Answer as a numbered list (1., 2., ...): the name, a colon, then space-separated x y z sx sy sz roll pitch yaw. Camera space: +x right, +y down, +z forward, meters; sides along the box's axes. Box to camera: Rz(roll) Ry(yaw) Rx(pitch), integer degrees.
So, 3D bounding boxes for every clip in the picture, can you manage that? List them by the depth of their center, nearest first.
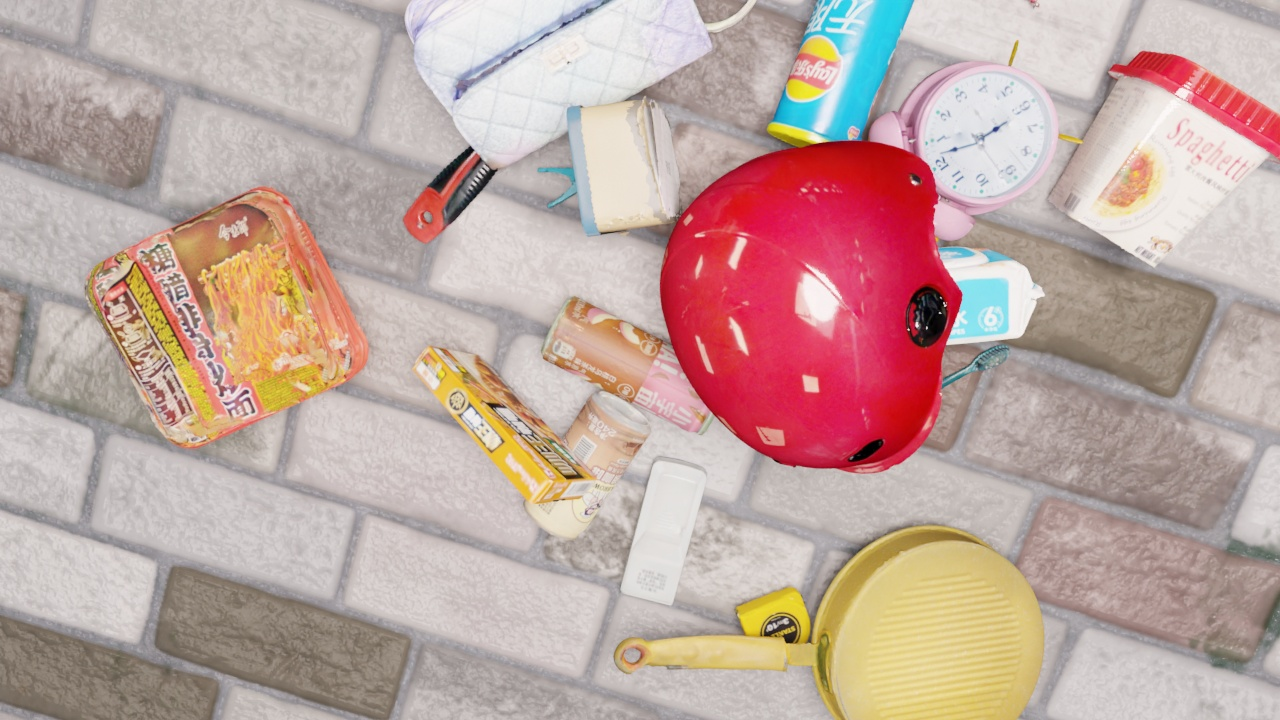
1. clip: -0.053 -0.145 0.737 0.054 0.013 0.033 -15 101 5

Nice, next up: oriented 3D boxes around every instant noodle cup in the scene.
1. instant noodle cup: 0.378 -0.146 0.675 0.116 0.116 0.124 30 113 -4
2. instant noodle cup: -0.321 -0.036 0.736 0.189 0.079 0.164 -22 99 7

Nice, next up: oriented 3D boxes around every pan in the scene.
1. pan: 0.159 0.239 0.762 0.357 0.078 0.198 -3 95 -12

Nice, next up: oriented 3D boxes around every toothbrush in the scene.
1. toothbrush: 0.219 0.038 0.758 0.192 0.018 0.016 -30 98 7

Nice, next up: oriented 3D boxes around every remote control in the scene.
1. remote control: 0.020 0.146 0.785 0.049 0.024 0.125 14 102 0

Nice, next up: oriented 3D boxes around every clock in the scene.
1. clock: 0.240 -0.158 0.699 0.159 0.059 0.117 -35 97 10

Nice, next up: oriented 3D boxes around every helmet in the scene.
1. helmet: 0.098 -0.029 0.633 0.143 0.207 0.240 -7 88 -37

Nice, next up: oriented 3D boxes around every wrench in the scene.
1. wrench: -0.087 -0.191 0.723 0.274 0.016 0.056 -39 95 12

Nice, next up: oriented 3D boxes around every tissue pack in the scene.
1. tissue pack: 0.224 -0.052 0.704 0.140 0.090 0.063 -5 105 3

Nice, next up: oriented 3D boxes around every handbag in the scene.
1. handbag: -0.059 -0.227 0.646 0.194 0.075 0.134 -27 142 11

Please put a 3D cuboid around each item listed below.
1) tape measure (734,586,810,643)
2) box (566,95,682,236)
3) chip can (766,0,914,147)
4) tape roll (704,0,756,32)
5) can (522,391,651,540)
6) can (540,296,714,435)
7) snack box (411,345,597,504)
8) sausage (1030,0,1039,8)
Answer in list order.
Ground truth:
1. tape measure: 0.116 0.227 0.793 0.060 0.029 0.057 -21 99 -2
2. box: -0.007 -0.134 0.651 0.060 0.184 0.090 -7 96 10
3. chip can: 0.164 -0.258 0.676 0.071 0.071 0.210 20 101 -2
4. tape roll: 0.052 -0.297 0.703 0.086 0.014 0.086 0 101 2
5. can: -0.044 0.086 0.758 0.058 0.058 0.116 32 101 -4
6. can: -0.004 0.004 0.741 0.147 0.058 0.058 26 101 -3
7. snack box: -0.106 0.049 0.715 0.154 0.075 0.026 44 103 22
8. sausage: 0.266 -0.336 0.684 0.020 0.020 0.156 -27 99 7
